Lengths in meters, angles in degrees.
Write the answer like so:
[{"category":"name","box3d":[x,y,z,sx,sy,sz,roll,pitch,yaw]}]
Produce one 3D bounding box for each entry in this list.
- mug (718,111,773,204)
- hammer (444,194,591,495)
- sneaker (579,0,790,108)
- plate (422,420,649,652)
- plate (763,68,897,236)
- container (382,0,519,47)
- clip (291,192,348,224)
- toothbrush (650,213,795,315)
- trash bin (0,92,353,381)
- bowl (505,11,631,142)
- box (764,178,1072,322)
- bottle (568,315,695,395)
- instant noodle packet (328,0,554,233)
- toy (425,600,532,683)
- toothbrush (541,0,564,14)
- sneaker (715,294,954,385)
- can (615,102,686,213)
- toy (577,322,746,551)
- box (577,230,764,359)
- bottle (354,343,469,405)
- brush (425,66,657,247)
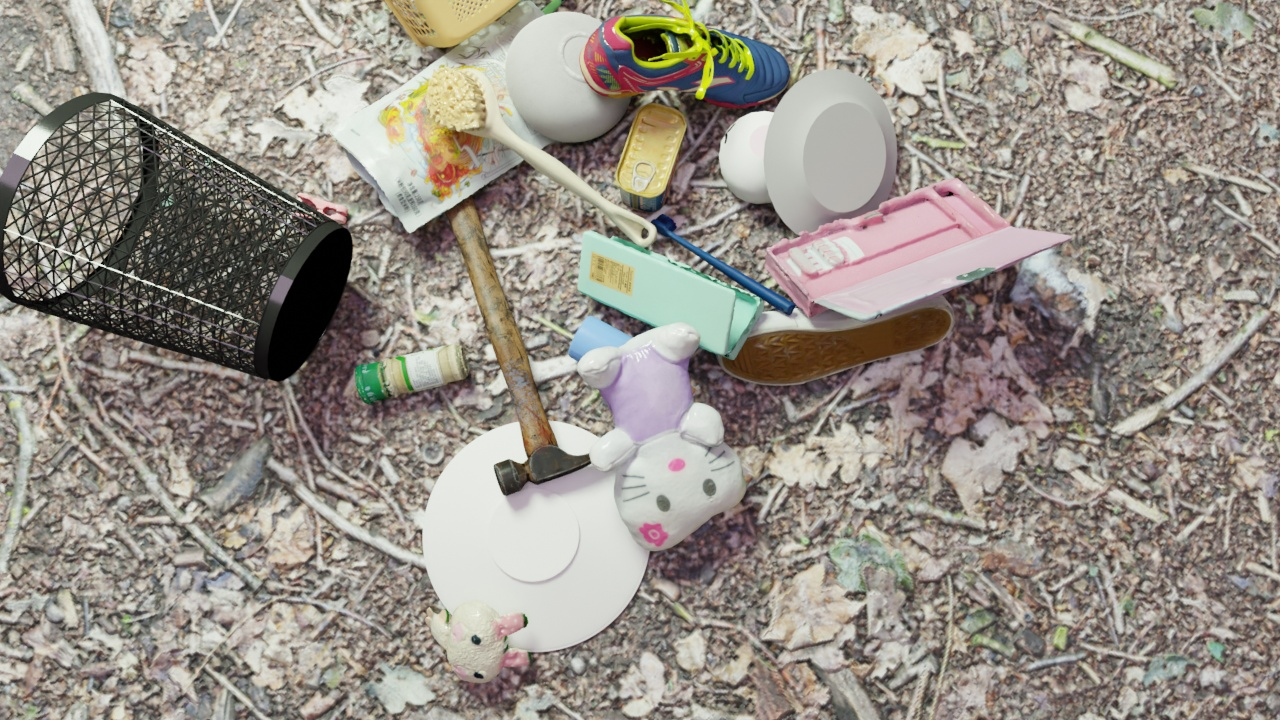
[{"category":"mug","box3d":[0.134,-0.224,0.945,0.090,0.076,0.123,28,82,5]},{"category":"hammer","box3d":[-0.133,-0.036,0.932,0.120,0.033,0.330,-17,76,-14]},{"category":"sneaker","box3d":[0.063,-0.300,0.915,0.241,0.091,0.116,-8,78,-28]},{"category":"plate","box3d":[-0.104,0.172,0.907,0.229,0.030,0.229,0,81,1]},{"category":"plate","box3d":[0.200,-0.204,0.921,0.172,0.019,0.173,-6,103,-28]},{"category":"container","box3d":[-0.192,-0.428,0.966,0.183,0.129,0.167,-42,41,-7]},{"category":"clip","box3d":[-0.339,-0.154,0.968,0.057,0.022,0.035,11,77,1]},{"category":"toothbrush","box3d":[0.081,-0.099,0.921,0.017,0.016,0.190,-44,58,-14]},{"category":"trash bin","box3d":[-0.426,-0.102,0.875,0.243,0.217,0.216,24,82,-2]},{"category":"bowl","box3d":[-0.068,-0.297,0.942,0.131,0.064,0.131,4,78,-22]},{"category":"box","box3d":[0.259,-0.096,0.878,0.232,0.180,0.055,-20,125,-13]},{"category":"bottle","box3d":[-0.005,0.005,0.924,0.131,0.048,0.048,28,82,5]},{"category":"instant noodle packet","box3d":[-0.173,-0.260,0.955,0.268,0.057,0.147,-39,92,-15]},{"category":"toy","box3d":[-0.159,0.269,0.879,0.112,0.050,0.087,5,111,4]},{"category":"toothbrush","box3d":[-0.142,-0.340,0.998,0.014,0.017,0.188,42,82,-2]},{"category":"sneaker","box3d":[0.189,-0.039,0.926,0.235,0.087,0.079,-11,46,2]},{"category":"can","box3d":[0.011,-0.208,0.953,0.054,0.059,0.099,18,81,4]},{"category":"toy","box3d":[0.017,0.073,0.874,0.137,0.085,0.209,-19,105,-7]},{"category":"box","box3d":[0.017,-0.070,0.887,0.189,0.079,0.077,28,83,30]},{"category":"bottle","box3d":[-0.230,0.013,0.929,0.110,0.043,0.042,-14,81,-2]},{"category":"brush","box3d":[-0.095,-0.198,0.920,0.272,0.062,0.077,36,40,-13]}]
